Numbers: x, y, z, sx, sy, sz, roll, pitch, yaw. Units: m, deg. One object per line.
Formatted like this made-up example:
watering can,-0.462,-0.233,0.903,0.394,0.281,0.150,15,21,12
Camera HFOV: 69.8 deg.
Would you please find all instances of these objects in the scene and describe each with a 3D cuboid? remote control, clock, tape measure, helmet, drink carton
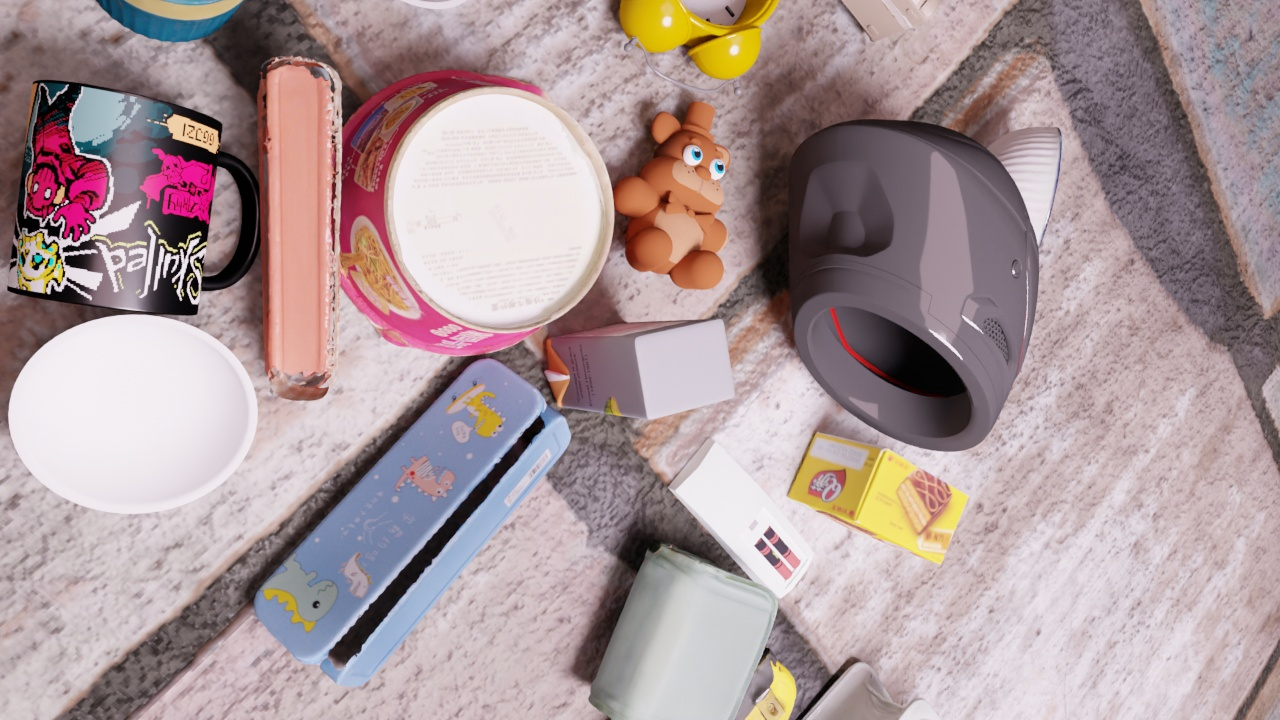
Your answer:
remote control,0.084,0.126,0.704,0.049,0.024,0.143,-49,116,-16
clock,0.040,-0.257,0.617,0.113,0.052,0.152,11,86,-30
tape measure,0.092,0.265,0.719,0.065,0.037,0.064,-40,113,-20
helmet,0.200,-0.070,0.666,0.265,0.164,0.169,48,61,-35
drink carton,-0.003,0.003,0.581,0.076,0.125,0.048,-13,97,-28

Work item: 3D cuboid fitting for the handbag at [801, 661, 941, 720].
handbag,0.208,0.373,0.767,0.141,0.096,0.198,-43,116,-17

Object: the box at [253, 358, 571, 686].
box,-0.134,0.101,0.575,0.208,0.078,0.074,-49,160,-17

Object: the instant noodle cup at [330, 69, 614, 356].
instant noodle cup,-0.092,-0.087,0.546,0.178,0.078,0.179,-4,98,-29

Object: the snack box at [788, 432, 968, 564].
snack box,0.189,0.109,0.728,0.105,0.084,0.061,29,81,-29

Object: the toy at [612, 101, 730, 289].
toy,0.031,-0.115,0.623,0.095,0.065,0.127,22,80,-32

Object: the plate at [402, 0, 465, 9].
plate,-0.154,-0.263,0.485,0.174,0.036,0.173,31,52,-49

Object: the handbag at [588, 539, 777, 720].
handbag,0.028,0.199,0.657,0.106,0.067,0.121,28,82,-38

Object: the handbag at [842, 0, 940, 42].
handbag,0.176,-0.376,0.679,0.175,0.062,0.197,38,68,-28

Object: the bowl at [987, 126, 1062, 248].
bowl,0.300,-0.137,0.761,0.062,0.118,0.118,11,91,12

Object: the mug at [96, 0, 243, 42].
mug,-0.228,-0.217,0.435,0.083,0.107,0.113,-19,106,-25

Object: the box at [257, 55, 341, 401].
box,-0.190,-0.070,0.506,0.058,0.062,0.188,4,106,-15

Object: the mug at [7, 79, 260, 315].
mug,-0.246,-0.075,0.466,0.117,0.082,0.098,5,94,-58

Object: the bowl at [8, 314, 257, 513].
bowl,-0.261,0.022,0.479,0.109,0.040,0.110,-10,116,-22
